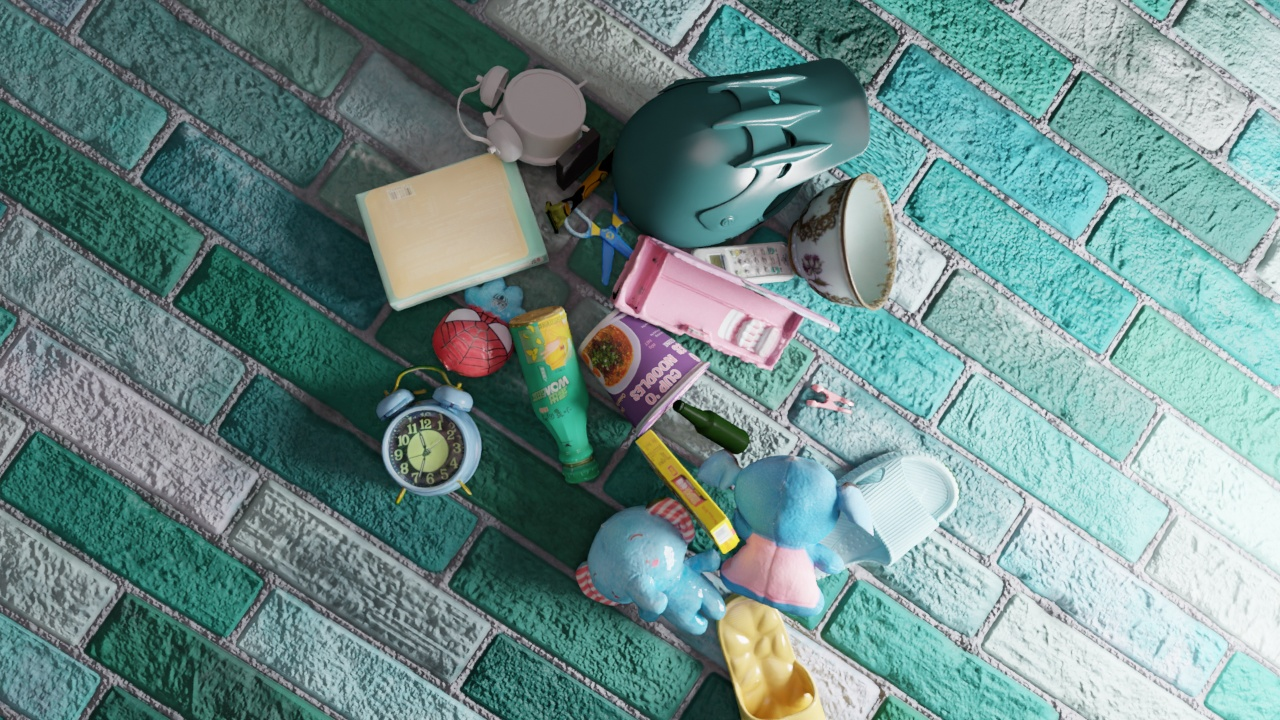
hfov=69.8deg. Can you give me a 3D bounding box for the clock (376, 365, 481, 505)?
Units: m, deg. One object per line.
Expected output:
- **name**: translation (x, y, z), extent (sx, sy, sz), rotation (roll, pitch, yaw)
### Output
- **clock**: translation (-0.252, 0.087, 1.088), extent (0.118, 0.060, 0.162), rotation (-10, 87, -3)

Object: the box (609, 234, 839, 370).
- **box**: translation (0.095, -0.053, 1.042), extent (0.232, 0.115, 0.107), rotation (23, 106, -24)

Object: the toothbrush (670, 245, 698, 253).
- **toothbrush**: translation (0.104, -0.104, 1.134), extent (0.188, 0.018, 0.019), rotation (35, 77, -4)

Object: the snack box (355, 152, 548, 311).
- **snack box**: translation (-0.222, -0.157, 1.087), extent (0.193, 0.044, 0.141), rotation (-19, 82, -5)

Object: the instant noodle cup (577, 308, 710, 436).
- **instant noodle cup**: translation (-0.006, 0.006, 1.078), extent (0.122, 0.136, 0.122), rotation (45, 119, 6)

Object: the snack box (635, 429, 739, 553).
- **snack box**: translation (0.054, 0.152, 1.066), extent (0.025, 0.075, 0.152), rotation (-38, 56, -7)

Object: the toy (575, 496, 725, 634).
- **toy**: translation (0.017, 0.258, 1.081), extent (0.180, 0.114, 0.184), rotation (46, 111, 0)

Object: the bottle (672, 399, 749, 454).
- **bottle**: translation (0.082, 0.077, 1.095), extent (0.123, 0.033, 0.033), rotation (32, 87, -39)

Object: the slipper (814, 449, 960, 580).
- **slipper**: translation (0.267, 0.198, 1.124), extent (0.276, 0.069, 0.116), rotation (-26, 89, -3)

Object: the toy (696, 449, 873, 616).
- **toy**: translation (0.155, 0.198, 1.077), extent (0.224, 0.098, 0.191), rotation (16, 102, 23)

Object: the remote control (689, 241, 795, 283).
- **remote control**: translation (0.123, -0.115, 1.119), extent (0.133, 0.022, 0.050), rotation (-7, 76, -18)

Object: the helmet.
- **helmet**: translation (0.104, -0.233, 1.032), extent (0.274, 0.200, 0.176), rotation (-17, 81, -6)

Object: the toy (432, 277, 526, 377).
- **toy**: translation (-0.187, -0.040, 1.094), extent (0.092, 0.062, 0.132), rotation (32, 76, -11)

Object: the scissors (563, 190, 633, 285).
- **scissors**: translation (-0.045, -0.155, 1.125), extent (0.123, 0.016, 0.125), rotation (5, 89, -1)

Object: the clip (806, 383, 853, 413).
- **clip**: translation (0.236, 0.045, 1.145), extent (0.060, 0.023, 0.045), rotation (-4, 92, 1)

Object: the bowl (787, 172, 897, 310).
- **bowl**: translation (0.233, -0.138, 1.096), extent (0.094, 0.159, 0.160), rotation (-1, 90, 36)

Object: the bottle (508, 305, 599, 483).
- **bottle**: translation (-0.096, 0.043, 1.086), extent (0.068, 0.068, 0.210), rotation (-16, 104, -4)

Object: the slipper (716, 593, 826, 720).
- **slipper**: translation (0.164, 0.409, 1.111), extent (0.099, 0.078, 0.263), rotation (-20, 91, -2)

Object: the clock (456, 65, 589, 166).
- **clock**: translation (-0.136, -0.286, 1.077), extent (0.159, 0.061, 0.119), rotation (-5, 71, -18)

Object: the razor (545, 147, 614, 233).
- **razor**: translation (-0.062, -0.215, 1.107), extent (0.021, 0.044, 0.144), rotation (32, 72, 26)

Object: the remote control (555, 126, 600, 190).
- **remote control**: translation (-0.073, -0.232, 1.063), extent (0.058, 0.133, 0.013), rotation (-43, 93, -4)
